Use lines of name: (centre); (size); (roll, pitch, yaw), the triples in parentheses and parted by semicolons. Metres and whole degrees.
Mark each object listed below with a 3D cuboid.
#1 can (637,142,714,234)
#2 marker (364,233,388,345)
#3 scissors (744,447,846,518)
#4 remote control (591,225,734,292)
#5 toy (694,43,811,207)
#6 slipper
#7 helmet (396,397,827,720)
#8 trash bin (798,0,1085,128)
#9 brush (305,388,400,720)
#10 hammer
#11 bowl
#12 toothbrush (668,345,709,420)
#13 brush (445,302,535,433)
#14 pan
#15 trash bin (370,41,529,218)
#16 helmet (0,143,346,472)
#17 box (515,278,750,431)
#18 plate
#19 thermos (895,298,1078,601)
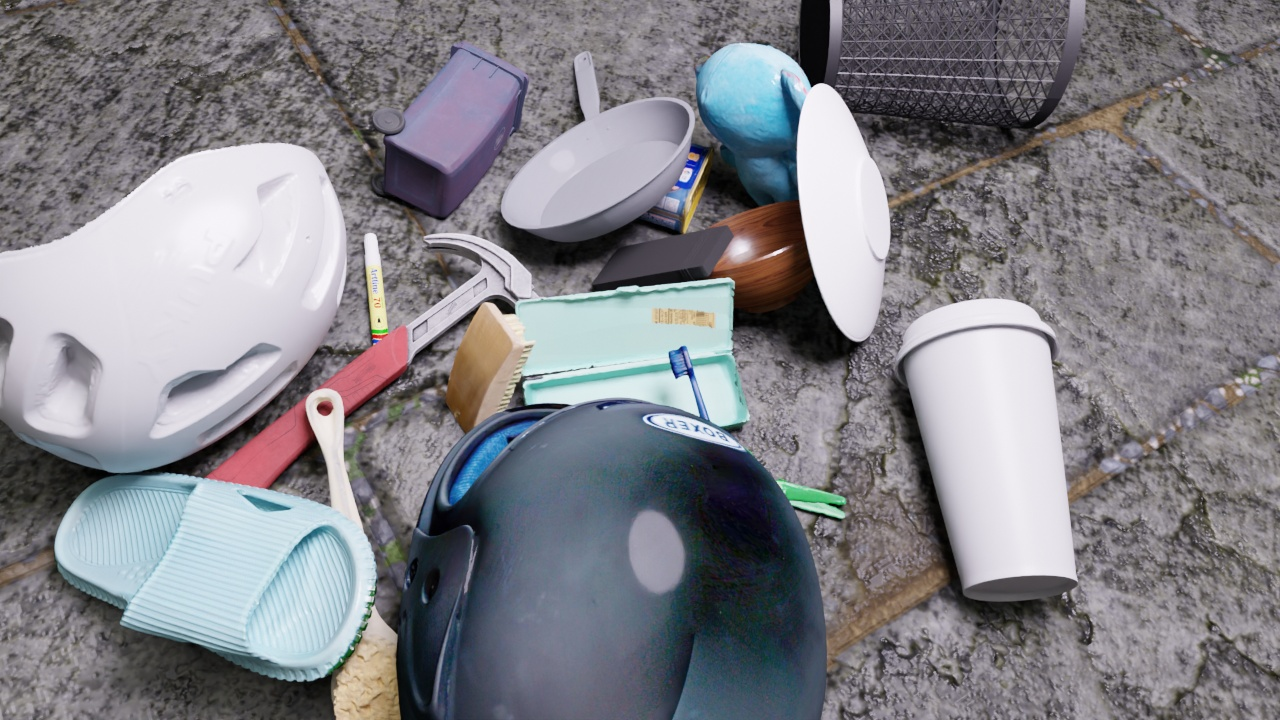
can: (0.031, -0.177, 0.916); (0.059, 0.054, 0.099); (18, 54, 6)
marker: (-0.237, -0.062, 0.822); (0.014, 0.014, 0.132); (-8, 56, -13)
scissors: (0.106, 0.111, 0.748); (0.131, 0.014, 0.071); (20, 55, 8)
remote control: (0.018, -0.089, 0.824); (0.134, 0.013, 0.058); (-5, 41, 43)
toy: (0.126, -0.222, 0.881); (0.114, 0.181, 0.183); (-38, 36, -13)
slipper: (-0.294, 0.126, 0.604); (0.276, 0.069, 0.115); (10, 60, 22)
helmet: (-0.013, 0.139, 0.548); (0.248, 0.237, 0.315); (17, 51, -25)
trash bin: (0.310, -0.361, 1.000); (0.243, 0.217, 0.216); (-2, 55, -1)
brush: (-0.202, 0.134, 0.643); (0.062, 0.078, 0.272); (-5, 58, -27)
hammer: (-0.221, 0.007, 0.755); (0.126, 0.036, 0.314); (45, 64, 6)
bowl: (0.111, -0.085, 0.842); (0.147, 0.069, 0.147); (-19, 23, 8)
toothbrush: (0.057, 0.078, 0.726); (0.017, 0.016, 0.190); (-17, 78, -4)
brush: (-0.120, 0.010, 0.732); (0.039, 0.117, 0.049); (-14, 54, -39)
pan: (-0.044, -0.227, 0.922); (0.201, 0.051, 0.355); (-23, 36, 12)
trash bin: (-0.186, -0.229, 0.900); (0.092, 0.094, 0.160); (27, 57, 0)
helmet: (-0.333, -0.044, 0.674); (0.184, 0.225, 0.281); (41, 60, -8)
box: (-0.007, 0.005, 0.766); (0.187, 0.057, 0.138); (-6, 89, -13)
plate: (0.194, -0.132, 0.812); (0.030, 0.229, 0.228); (-7, 48, 30)
thermos: (0.284, 0.073, 0.739); (0.131, 0.132, 0.221); (3, 62, -6)
